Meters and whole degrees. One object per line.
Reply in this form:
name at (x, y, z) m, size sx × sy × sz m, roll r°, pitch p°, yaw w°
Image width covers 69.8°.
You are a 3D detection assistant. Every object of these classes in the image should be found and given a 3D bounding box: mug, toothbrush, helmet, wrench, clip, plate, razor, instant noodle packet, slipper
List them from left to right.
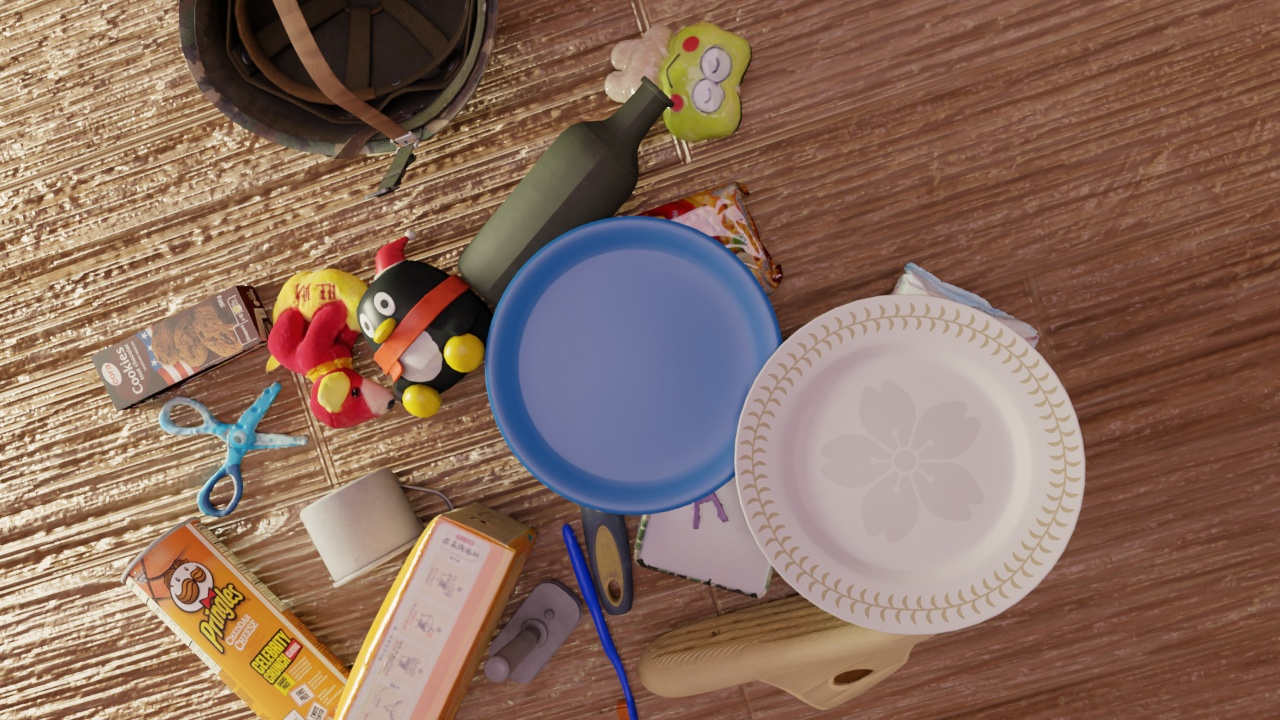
helmet at (-0.213, -0.239, 0.651) m, size 0.224 × 0.236 × 0.193 m, roll -29°, pitch 124°, yaw -4°
mug at (-0.214, 0.129, 0.756) m, size 0.113 × 0.084 × 0.070 m, roll -28°, pitch 88°, yaw -28°
razor at (-0.096, 0.228, 0.727) m, size 0.047 × 0.116 × 0.088 m, roll 39°, pitch 95°, yaw 8°
wrench at (-0.042, 0.077, 0.761) m, size 0.073 × 0.022 × 0.273 m, roll -9°, pitch 92°, yaw 5°
toothbrush at (-0.036, 0.224, 0.773) m, size 0.018 × 0.016 × 0.182 m, roll -19°, pitch 92°, yaw 10°
plate at (-0.004, 0.004, 0.698) m, size 0.224 × 0.024 × 0.224 m, roll 0°, pitch 92°, yaw -3°
instant noodle packet at (0.038, -0.080, 0.738) m, size 0.135 × 0.039 × 0.098 m, roll -20°, pitch 96°, yaw 7°
clip at (0.047, 0.110, 0.712) m, size 0.046 × 0.014 × 0.050 m, roll -41°, pitch 94°, yaw 7°
slipper at (0.127, 0.233, 0.714) m, size 0.262 × 0.111 × 0.079 m, roll -15°, pitch 90°, yaw 9°
plate at (0.190, 0.073, 0.664) m, size 0.243 × 0.016 × 0.242 m, roll -1°, pitch 84°, yaw 9°

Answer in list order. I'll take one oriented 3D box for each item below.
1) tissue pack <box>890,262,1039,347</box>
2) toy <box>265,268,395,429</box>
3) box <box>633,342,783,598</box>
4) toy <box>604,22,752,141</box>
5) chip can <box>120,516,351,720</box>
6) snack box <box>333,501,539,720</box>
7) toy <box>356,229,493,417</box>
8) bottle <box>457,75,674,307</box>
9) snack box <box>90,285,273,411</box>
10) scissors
tissue pack at (0.216, 0.030, 0.714) m, size 0.112 × 0.070 × 0.182 m, roll 27°, pitch 96°, yaw 4°
toy at (-0.262, -0.009, 0.756) m, size 0.106 × 0.067 × 0.137 m, roll -19°, pitch 84°, yaw 12°
box at (0.072, 0.080, 0.740) m, size 0.117 × 0.050 × 0.205 m, roll 13°, pitch 95°, yaw 1°
toy at (0.028, -0.222, 0.726) m, size 0.115 × 0.046 × 0.092 m, roll 12°, pitch 99°, yaw 12°
chip can at (-0.325, 0.233, 0.766) m, size 0.215 × 0.075 × 0.075 m, roll 45°, pitch 95°, yaw 1°
snack box at (-0.160, 0.210, 0.705) m, size 0.080 × 0.145 × 0.195 m, roll 24°, pitch 85°, yaw 3°
toy at (-0.175, -0.032, 0.726) m, size 0.119 × 0.099 × 0.098 m, roll 43°, pitch 117°, yaw -6°
bottle at (-0.054, -0.130, 0.715) m, size 0.071 × 0.071 × 0.207 m, roll 43°, pitch 102°, yaw 1°
snack box at (-0.385, -0.011, 0.778) m, size 0.141 × 0.031 × 0.051 m, roll -25°, pitch 91°, yaw 6°
scissors at (-0.352, 0.078, 0.792) m, size 0.134 × 0.012 × 0.134 m, roll 2°, pitch 93°, yaw 3°
